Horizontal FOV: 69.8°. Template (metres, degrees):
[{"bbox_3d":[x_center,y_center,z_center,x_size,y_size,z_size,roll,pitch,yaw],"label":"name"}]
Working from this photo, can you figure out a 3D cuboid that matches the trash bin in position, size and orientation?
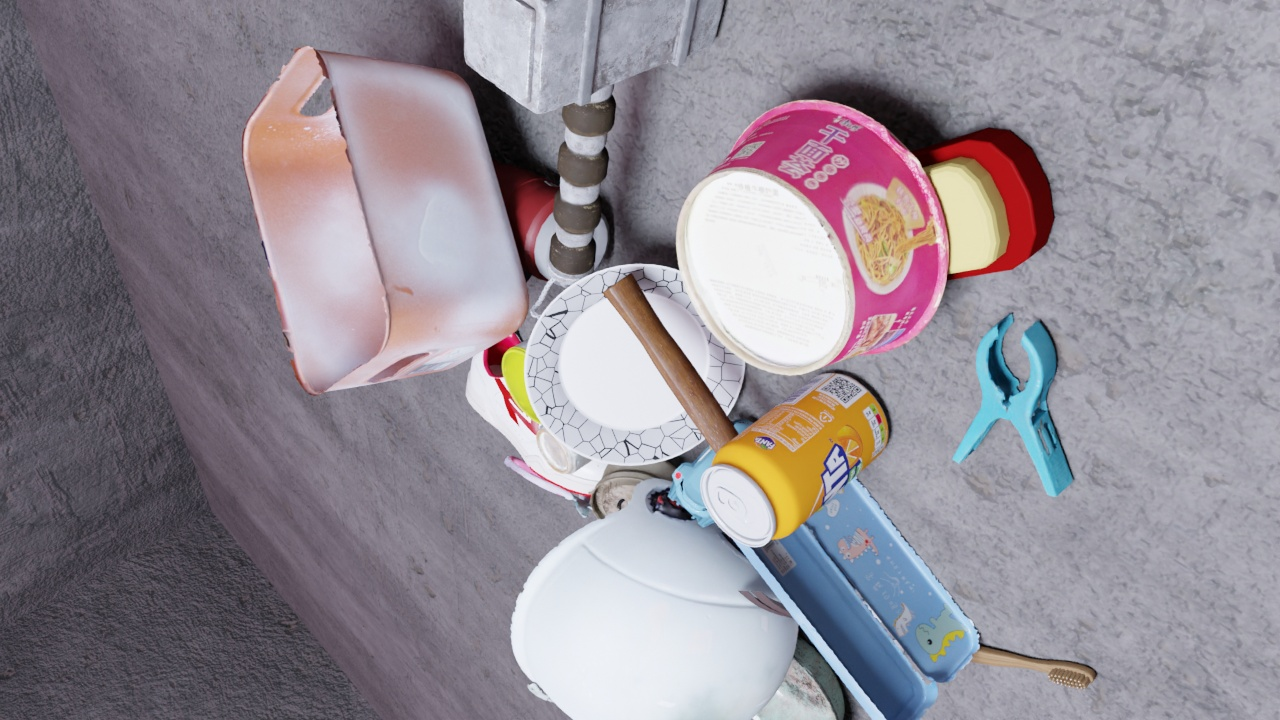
[{"bbox_3d":[-0.223,-0.119,0.808,0.182,0.157,0.259,-25,80,45],"label":"trash bin"}]

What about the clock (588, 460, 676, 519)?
[{"bbox_3d":[0.019,0.138,0.920,0.141,0.054,0.093,18,133,2],"label":"clock"}]

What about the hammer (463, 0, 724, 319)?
[{"bbox_3d":[-0.041,-0.156,0.680,0.079,0.176,0.327,40,143,24],"label":"hammer"}]

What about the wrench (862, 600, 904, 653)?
[{"bbox_3d":[0.142,0.243,0.906,0.274,0.018,0.066,0,117,52],"label":"wrench"}]

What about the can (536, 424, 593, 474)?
[{"bbox_3d":[-0.032,0.053,0.866,0.054,0.135,0.054,34,140,33],"label":"can"}]

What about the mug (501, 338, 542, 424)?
[{"bbox_3d":[-0.069,0.003,0.900,0.082,0.105,0.083,32,138,34],"label":"mug"}]

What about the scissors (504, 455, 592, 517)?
[{"bbox_3d":[-0.068,0.151,1.016,0.170,0.013,0.173,26,179,22],"label":"scissors"}]

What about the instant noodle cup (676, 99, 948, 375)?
[{"bbox_3d":[0.096,-0.067,0.586,0.179,0.077,0.179,31,137,33],"label":"instant noodle cup"}]

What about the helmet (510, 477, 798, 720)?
[{"bbox_3d":[0.030,0.243,0.807,0.164,0.263,0.237,36,106,46],"label":"helmet"}]

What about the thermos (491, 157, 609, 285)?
[{"bbox_3d":[-0.130,-0.133,0.873,0.199,0.108,0.084,32,175,36],"label":"thermos"}]

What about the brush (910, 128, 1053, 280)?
[{"bbox_3d":[0.170,-0.087,0.588,0.174,0.041,0.082,-7,111,53],"label":"brush"}]

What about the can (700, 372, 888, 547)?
[{"bbox_3d":[0.117,0.073,0.689,0.079,0.142,0.079,32,138,33],"label":"can"}]

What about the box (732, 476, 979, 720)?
[{"bbox_3d":[0.169,0.174,0.721,0.209,0.125,0.021,52,145,8],"label":"box"}]

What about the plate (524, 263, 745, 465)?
[{"bbox_3d":[-0.005,0.005,0.790,0.016,0.188,0.189,-104,1,-64],"label":"plate"}]

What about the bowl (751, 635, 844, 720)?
[{"bbox_3d":[0.150,0.331,0.943,0.157,0.038,0.158,31,138,33],"label":"bowl"}]

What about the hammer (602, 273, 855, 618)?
[{"bbox_3d":[0.071,0.071,0.748,0.323,0.115,0.033,56,152,-5],"label":"hammer"}]

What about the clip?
[{"bbox_3d":[0.237,0.024,0.608,0.104,0.027,0.120,21,132,39],"label":"clip"}]

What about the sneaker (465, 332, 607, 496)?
[{"bbox_3d":[-0.098,0.046,1.000,0.236,0.090,0.104,39,133,30],"label":"sneaker"}]

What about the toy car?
[{"bbox_3d":[0.074,0.089,0.784,0.060,0.107,0.028,40,154,15],"label":"toy car"}]

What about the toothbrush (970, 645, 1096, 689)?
[{"bbox_3d":[0.278,0.237,0.731,0.167,0.016,0.016,-6,113,54],"label":"toothbrush"}]
